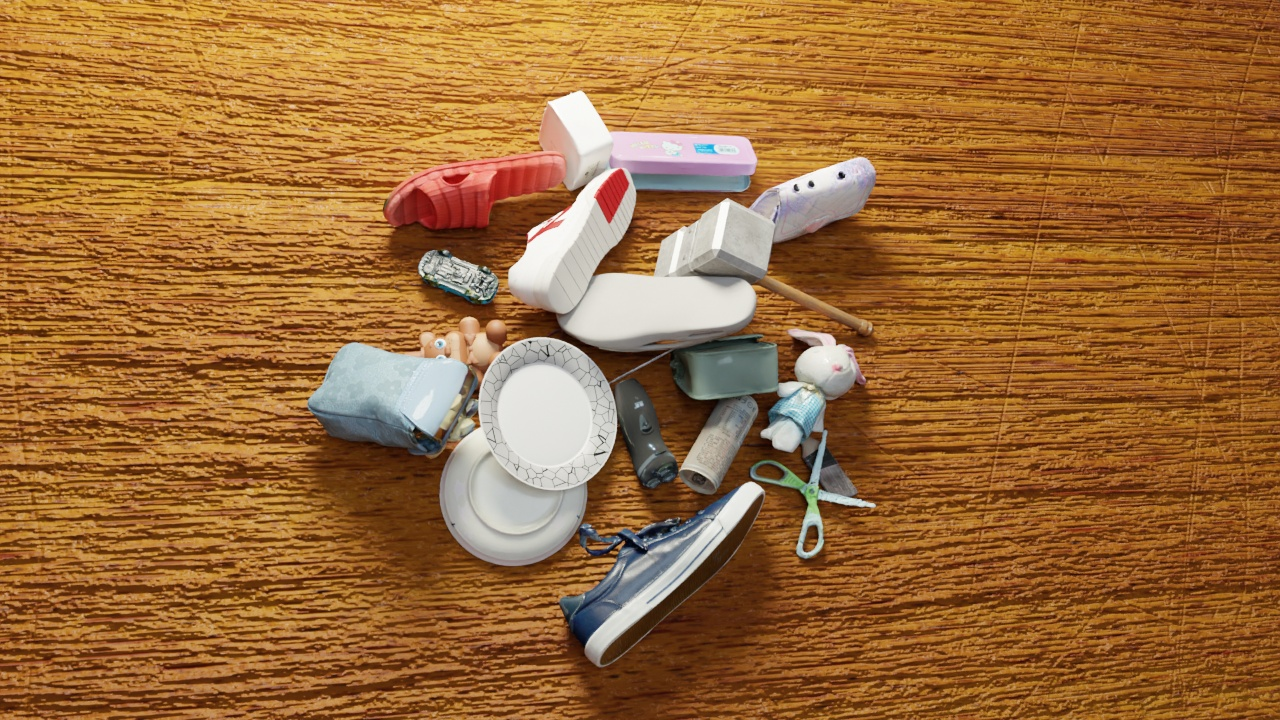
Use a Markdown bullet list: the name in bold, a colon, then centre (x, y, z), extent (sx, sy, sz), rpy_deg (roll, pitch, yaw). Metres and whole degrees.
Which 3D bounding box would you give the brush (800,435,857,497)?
- **brush**: centre (0.234, 0.124, 1.231), extent (0.038, 0.012, 0.151), rpy_deg (-31, 81, -19)

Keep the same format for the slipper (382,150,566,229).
- **slipper**: centre (-0.208, -0.212, 1.192), extent (0.248, 0.104, 0.059), rpy_deg (-17, 73, -14)

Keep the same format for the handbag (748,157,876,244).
- **handbag**: centre (0.236, -0.219, 1.280), extent (0.158, 0.127, 0.069), rpy_deg (-20, 80, -19)

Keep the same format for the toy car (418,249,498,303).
- **toy car**: centre (-0.235, -0.107, 1.191), extent (0.105, 0.032, 0.048), rpy_deg (21, 70, 1)

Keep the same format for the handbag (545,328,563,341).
- **handbag**: centre (-0.134, 0.005, 1.184), extent (0.055, 0.029, 0.119), rpy_deg (35, 64, -2)

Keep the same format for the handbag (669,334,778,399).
- **handbag**: centre (0.110, 0.004, 1.194), extent (0.121, 0.106, 0.067), rpy_deg (-6, 101, -14)

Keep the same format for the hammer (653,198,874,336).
- **hammer**: centre (0.193, -0.095, 1.240), extent (0.317, 0.163, 0.082), rpy_deg (22, 68, -23)

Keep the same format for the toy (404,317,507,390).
- **toy**: centre (-0.229, -0.010, 1.146), extent (0.127, 0.065, 0.095), rpy_deg (-5, 76, -9)

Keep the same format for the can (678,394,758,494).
- **can**: centre (0.102, 0.103, 1.178), extent (0.054, 0.054, 0.135), rpy_deg (33, 61, -1)

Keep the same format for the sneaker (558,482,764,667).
- **sneaker**: centre (0.021, 0.227, 1.117), extent (0.294, 0.121, 0.127), rpy_deg (-36, 61, -18)

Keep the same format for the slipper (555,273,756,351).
- **slipper**: centre (0.023, -0.051, 1.177), extent (0.266, 0.081, 0.112), rpy_deg (-2, 55, 21)

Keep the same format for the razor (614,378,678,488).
- **razor**: centre (0.005, 0.090, 1.160), extent (0.052, 0.064, 0.140), rpy_deg (-19, 89, -25)

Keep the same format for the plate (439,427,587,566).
- **plate**: centre (-0.153, 0.158, 1.124), extent (0.182, 0.034, 0.182), rpy_deg (4, 72, -12)

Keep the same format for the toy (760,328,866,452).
- **toy**: centre (0.222, 0.033, 1.200), extent (0.131, 0.106, 0.204), rpy_deg (37, 61, 4)

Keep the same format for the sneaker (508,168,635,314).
- **sneaker**: centre (-0.098, -0.168, 1.214), extent (0.104, 0.090, 0.236), rpy_deg (12, 61, 30)

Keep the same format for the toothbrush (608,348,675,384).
- **toothbrush**: centre (-0.007, 0.007, 1.178), extent (0.181, 0.010, 0.010), rpy_deg (-28, 79, 6)

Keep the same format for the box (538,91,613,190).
- **box**: centre (-0.076, -0.306, 1.251), extent (0.091, 0.107, 0.102), rpy_deg (-27, 81, -22)

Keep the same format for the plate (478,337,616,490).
- **plate**: centre (-0.114, 0.065, 1.125), extent (0.188, 0.016, 0.188), rpy_deg (11, 70, -31)

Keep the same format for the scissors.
- **scissors**: centre (0.225, 0.174, 1.206), extent (0.171, 0.021, 0.172), rpy_deg (15, 73, 3)

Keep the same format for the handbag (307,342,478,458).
- **handbag**: centre (-0.285, 0.055, 1.084), extent (0.192, 0.119, 0.121), rpy_deg (5, 54, 21)

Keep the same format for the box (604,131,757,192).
- **box**: centre (0.055, -0.285, 1.303), extent (0.214, 0.065, 0.078), rpy_deg (-1, 59, -13)
